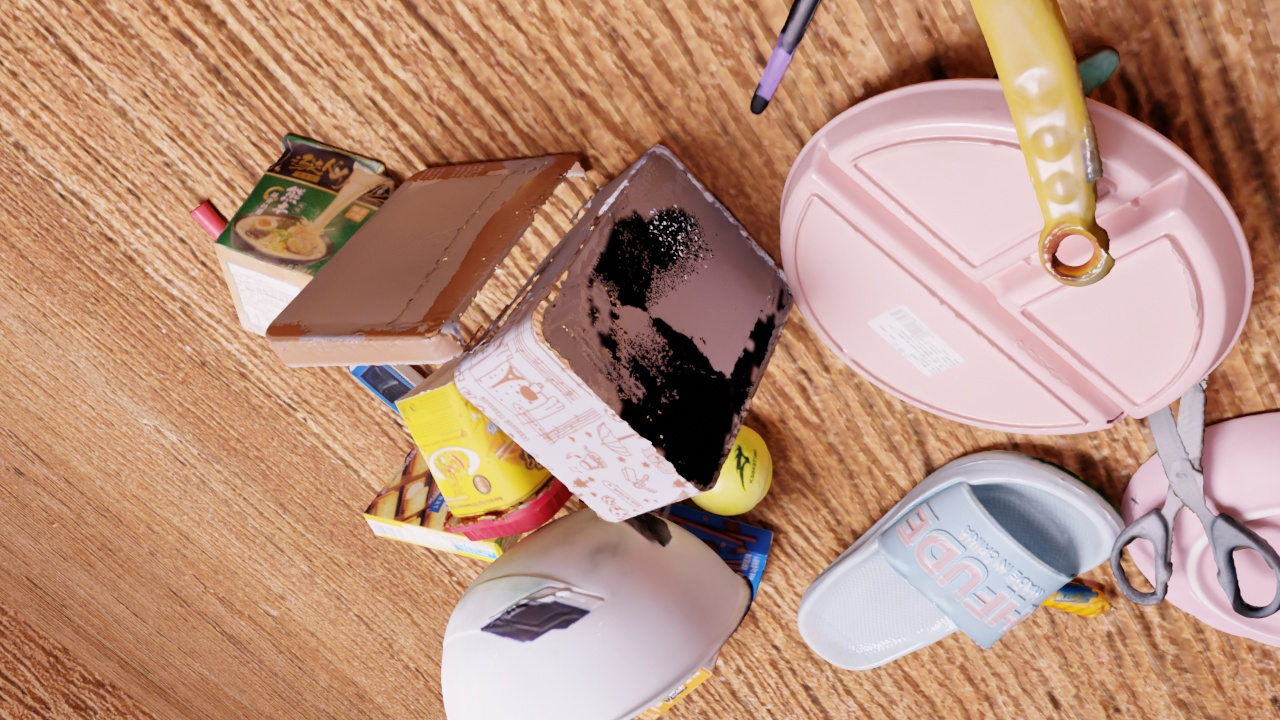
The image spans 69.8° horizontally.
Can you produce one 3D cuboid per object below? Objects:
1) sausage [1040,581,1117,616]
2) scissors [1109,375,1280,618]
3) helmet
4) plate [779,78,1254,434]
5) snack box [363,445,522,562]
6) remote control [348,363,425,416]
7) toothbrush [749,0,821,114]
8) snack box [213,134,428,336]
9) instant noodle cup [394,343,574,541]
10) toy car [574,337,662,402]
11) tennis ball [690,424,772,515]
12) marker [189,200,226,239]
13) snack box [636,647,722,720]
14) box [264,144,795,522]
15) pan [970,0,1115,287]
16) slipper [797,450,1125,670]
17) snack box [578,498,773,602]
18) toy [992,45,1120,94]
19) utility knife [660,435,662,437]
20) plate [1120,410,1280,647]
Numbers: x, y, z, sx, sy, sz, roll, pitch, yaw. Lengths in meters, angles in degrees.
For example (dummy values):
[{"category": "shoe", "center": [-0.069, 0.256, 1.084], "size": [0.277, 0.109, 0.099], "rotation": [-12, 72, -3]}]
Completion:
[{"category": "sausage", "center": [0.246, 0.152, 0.648], "size": [0.165, 0.021, 0.021], "rotation": [11, 135, 20]}, {"category": "scissors", "center": [0.299, 0.068, 0.497], "size": [0.164, 0.014, 0.164], "rotation": [39, 131, 18]}, {"category": "helmet", "center": [-0.048, 0.191, 0.666], "size": [0.146, 0.228, 0.259], "rotation": [48, 142, 8]}, {"category": "plate", "center": [0.173, -0.037, 0.467], "size": [0.229, 0.028, 0.230], "rotation": [24, 149, 15]}, {"category": "snack box", "center": [-0.162, 0.124, 0.807], "size": [0.141, 0.086, 0.034], "rotation": [8, 135, 23]}, {"category": "remote control", "center": [-0.189, 0.034, 0.780], "size": [0.125, 0.024, 0.049], "rotation": [43, 137, -15]}, {"category": "toothbrush", "center": [0.085, -0.184, 0.413], "size": [0.014, 0.016, 0.189], "rotation": [28, 140, 2]}, {"category": "snack box", "center": [-0.224, -0.070, 0.636], "size": [0.117, 0.105, 0.118], "rotation": [19, 136, 14]}, {"category": "instant noodle cup", "center": [-0.112, 0.057, 0.702], "size": [0.116, 0.115, 0.124], "rotation": [-17, 110, 40]}, {"category": "toy car", "center": [-0.004, 0.004, 0.637], "size": [0.106, 0.031, 0.049], "rotation": [11, 130, 38]}, {"category": "tennis ball", "center": [0.061, 0.076, 0.647], "size": [0.065, 0.065, 0.066], "rotation": [16, 137, 16]}, {"category": "marker", "center": [-0.312, -0.069, 0.757], "size": [0.017, 0.017, 0.145], "rotation": [-14, 123, 39]}, {"category": "snack box", "center": [0.038, 0.279, 0.852], "size": [0.026, 0.075, 0.154], "rotation": [31, 139, 1]}, {"category": "box", "center": [-0.054, -0.037, 0.516], "size": [0.269, 0.179, 0.136], "rotation": [23, 139, 7]}, {"category": "pan", "center": [0.114, -0.184, 0.319], "size": [0.198, 0.078, 0.357], "rotation": [-5, 109, 41]}, {"category": "slipper", "center": [0.195, 0.147, 0.609], "size": [0.104, 0.074, 0.246], "rotation": [44, 126, -1]}, {"category": "snack box", "center": [0.025, 0.149, 0.755], "size": [0.157, 0.026, 0.085], "rotation": [15, 141, 9]}, {"category": "toy", "center": [0.184, -0.101, 0.428], "size": [0.092, 0.030, 0.097], "rotation": [43, 135, -20]}, {"category": "utility knife", "center": [0.022, 0.060, 0.689], "size": [0.033, 0.015, 0.224], "rotation": [32, 141, -2]}, {"category": "plate", "center": [0.377, 0.109, 0.515], "size": [0.192, 0.038, 0.193], "rotation": [16, 137, 16]}]
